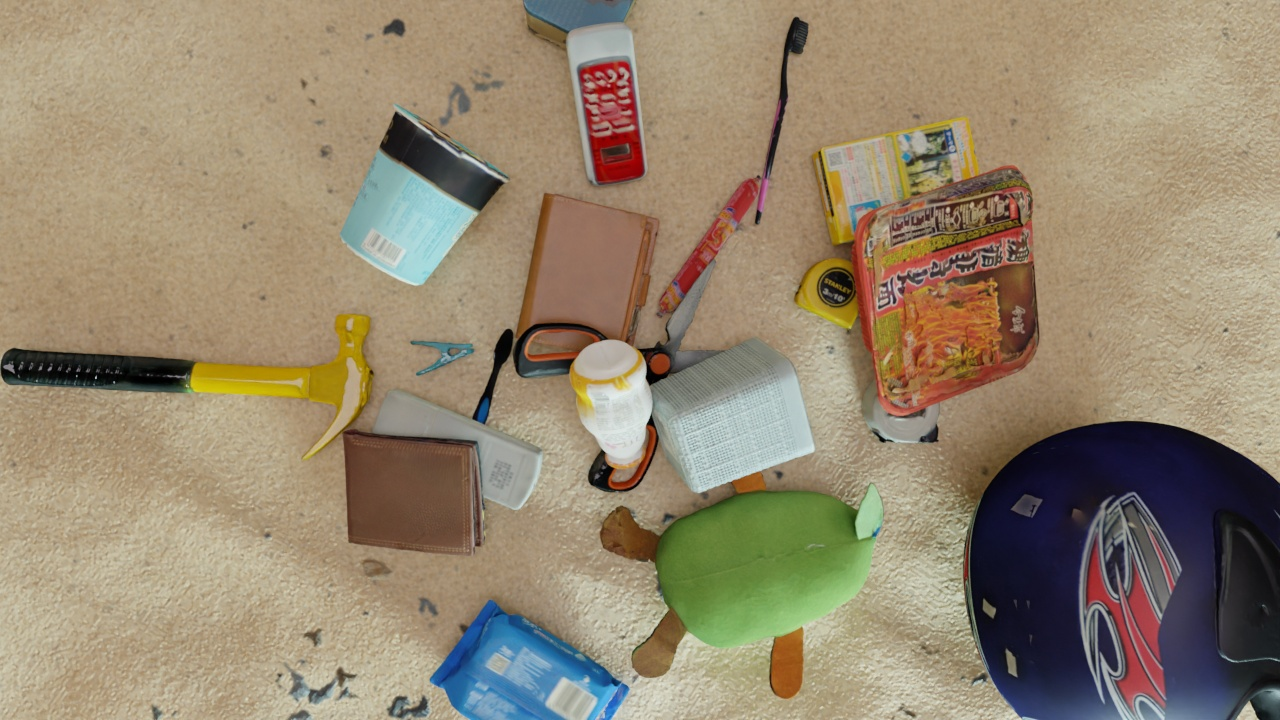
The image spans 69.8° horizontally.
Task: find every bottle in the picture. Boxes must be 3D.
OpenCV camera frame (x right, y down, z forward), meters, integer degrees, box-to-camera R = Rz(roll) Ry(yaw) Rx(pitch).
[{"bbox_3d":[-0.021,0.039,0.761,0.063,0.063,0.108,-13,124,-4],"label":"bottle"}]

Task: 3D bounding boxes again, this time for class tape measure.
[{"bbox_3d":[0.237,0.043,0.834,0.066,0.033,0.065,0,90,-5],"label":"tape measure"},{"bbox_3d":[0.173,-0.063,0.827,0.060,0.029,0.057,25,91,-5],"label":"tape measure"}]

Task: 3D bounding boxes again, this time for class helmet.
[{"bbox_3d":[0.392,0.209,0.739,0.240,0.248,0.315,-8,84,-22],"label":"helmet"}]

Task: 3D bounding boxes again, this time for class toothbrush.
[{"bbox_3d":[0.126,-0.215,0.827,0.017,0.014,0.189,10,92,-17],"label":"toothbrush"},{"bbox_3d":[-0.146,0.061,0.817,0.014,0.016,0.189,18,93,-7],"label":"toothbrush"}]

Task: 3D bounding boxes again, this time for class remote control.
[{"bbox_3d":[-0.027,-0.215,0.780,0.056,0.020,0.136,-10,124,-3],"label":"remote control"},{"bbox_3d":[-0.160,0.077,0.799,0.150,0.021,0.058,22,100,4],"label":"remote control"}]

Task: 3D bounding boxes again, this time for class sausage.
[{"bbox_3d":[0.062,-0.102,0.822,0.020,0.020,0.156,35,89,-5],"label":"sausage"}]

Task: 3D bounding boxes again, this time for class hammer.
[{"bbox_3d":[-0.384,0.015,0.787,0.300,0.033,0.129,4,90,-5],"label":"hammer"}]

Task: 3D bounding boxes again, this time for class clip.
[{"bbox_3d":[-0.175,-0.006,0.811,0.054,0.013,0.034,-8,93,-2],"label":"clip"}]

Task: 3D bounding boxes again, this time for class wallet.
[{"bbox_3d":[-0.195,0.111,0.785,0.124,0.032,0.101,4,105,11],"label":"wallet"},{"bbox_3d":[-0.045,-0.073,0.808,0.108,0.031,0.132,11,96,-6],"label":"wallet"}]

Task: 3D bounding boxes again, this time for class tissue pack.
[{"bbox_3d":[-0.097,0.286,0.807,0.157,0.052,0.095,34,87,-5],"label":"tissue pack"}]

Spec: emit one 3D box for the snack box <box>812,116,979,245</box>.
[{"bbox_3d":[0.233,-0.161,0.828,0.140,0.034,0.087,-13,93,-2],"label":"snack box"}]

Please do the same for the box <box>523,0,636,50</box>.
[{"bbox_3d":[-0.029,-0.355,0.788,0.090,0.061,0.184,23,92,-5],"label":"box"}]

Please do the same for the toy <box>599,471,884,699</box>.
[{"bbox_3d":[0.095,0.179,0.800,0.246,0.090,0.227,-11,79,-7],"label":"toy"}]

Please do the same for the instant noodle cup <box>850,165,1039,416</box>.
[{"bbox_3d":[0.255,-0.061,0.787,0.164,0.079,0.189,-18,111,-13],"label":"instant noodle cup"}]

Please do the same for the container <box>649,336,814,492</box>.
[{"bbox_3d":[0.073,0.048,0.779,0.111,0.090,0.090,-22,112,-10],"label":"container"}]

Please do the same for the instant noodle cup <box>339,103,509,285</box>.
[{"bbox_3d":[-0.187,-0.132,0.767,0.111,0.111,0.120,33,98,-5],"label":"instant noodle cup"}]

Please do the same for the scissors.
[{"bbox_3d":[-0.004,0.011,0.803,0.220,0.021,0.235,15,101,-20],"label":"scissors"}]
